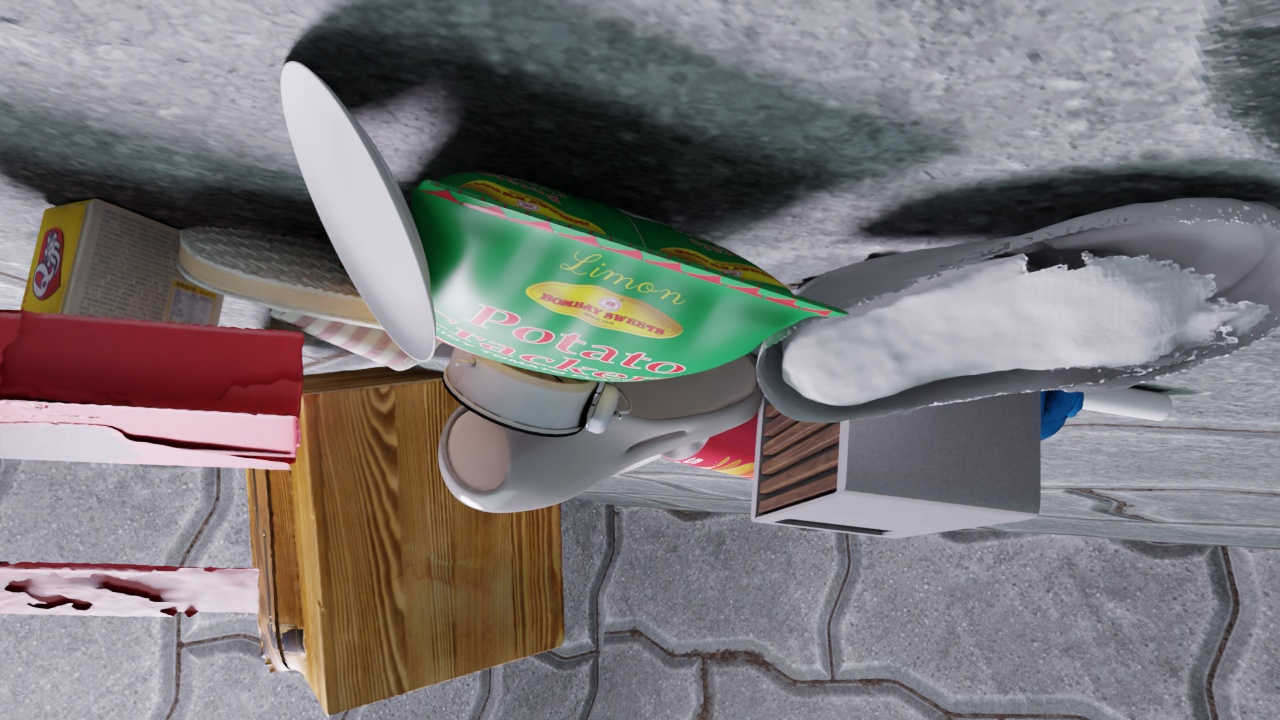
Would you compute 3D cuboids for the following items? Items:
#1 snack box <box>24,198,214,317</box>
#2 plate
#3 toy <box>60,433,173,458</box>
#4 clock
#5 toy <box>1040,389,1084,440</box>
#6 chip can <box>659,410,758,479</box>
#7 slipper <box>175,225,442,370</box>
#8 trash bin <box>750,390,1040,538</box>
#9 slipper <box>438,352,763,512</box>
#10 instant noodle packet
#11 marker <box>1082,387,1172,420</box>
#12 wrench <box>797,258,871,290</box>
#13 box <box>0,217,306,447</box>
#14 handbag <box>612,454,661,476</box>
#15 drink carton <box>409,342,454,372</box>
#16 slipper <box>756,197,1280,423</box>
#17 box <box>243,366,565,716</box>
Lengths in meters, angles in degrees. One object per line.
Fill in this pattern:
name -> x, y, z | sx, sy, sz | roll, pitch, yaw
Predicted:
snack box -> -0.346, -0.051, 0.621 | 0.061, 0.083, 0.105 | 0, 167, 31
plate -> -0.118, -0.063, 0.395 | 0.011, 0.134, 0.135 | -28, -177, -24
toy -> -0.401, 0.000, 0.719 | 0.133, 0.207, 0.092 | -3, 135, -23
clock -> -0.062, 0.011, 0.576 | 0.122, 0.035, 0.094 | 14, -161, -22
toy -> 0.275, 0.022, 0.651 | 0.113, 0.071, 0.176 | 0, 178, 5
chip can -> 0.095, 0.073, 0.835 | 0.069, 0.069, 0.220 | -2, 166, 37
slipper -> -0.170, -0.032, 0.614 | 0.262, 0.052, 0.115 | 12, -164, -36
trash bin -> 0.163, 0.055, 0.640 | 0.114, 0.114, 0.229 | 8, 165, -5
slipper -> -0.018, 0.024, 0.673 | 0.265, 0.113, 0.081 | -14, 147, -23
instant noodle packet -> -0.046, -0.039, 0.488 | 0.195, 0.090, 0.253 | 14, 172, -24
marker -> 0.363, 0.030, 0.742 | 0.133, 0.027, 0.023 | 9, 172, -10
wrench -> 0.213, -0.041, 0.504 | 0.274, 0.022, 0.073 | 0, 166, 32
box -> -0.324, -0.022, 0.589 | 0.213, 0.153, 0.165 | 4, 162, -18
handbag -> -0.031, 0.073, 1.017 | 0.215, 0.095, 0.223 | 14, 161, -39
drink carton -> -0.138, -0.017, 0.748 | 0.125, 0.048, 0.076 | 5, 168, 6
slipper -> 0.180, -0.024, 0.450 | 0.247, 0.074, 0.112 | -12, 137, 28
box -> -0.277, 0.130, 0.901 | 0.285, 0.279, 0.335 | -7, -167, -34
